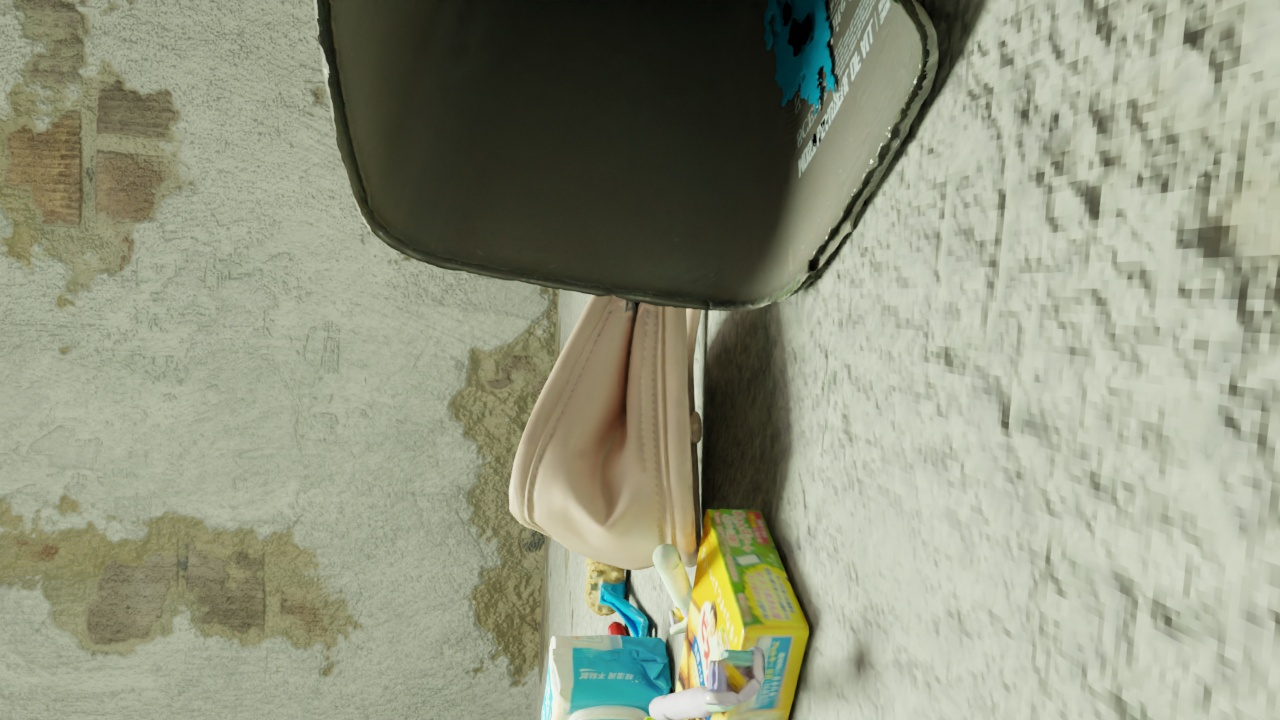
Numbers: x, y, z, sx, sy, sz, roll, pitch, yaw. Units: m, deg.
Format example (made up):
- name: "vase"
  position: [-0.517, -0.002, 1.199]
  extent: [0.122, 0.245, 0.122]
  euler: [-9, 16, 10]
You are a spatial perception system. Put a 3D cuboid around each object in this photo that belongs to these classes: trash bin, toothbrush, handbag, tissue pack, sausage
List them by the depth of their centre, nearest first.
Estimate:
- name: "trash bin"
  position: [-0.002, -0.164, 0.379]
  extent: [0.199, 0.198, 0.219]
  euler: [111, 168, -63]
- name: "toothbrush"
  position: [0.022, 0.153, 0.416]
  extent: [0.021, 0.029, 0.189]
  euler: [50, 158, 14]
- name: "toothbrush"
  position: [0.020, 0.127, 0.505]
  extent: [0.029, 0.020, 0.190]
  euler: [-58, -17, -18]
- name: "handbag"
  position: [0.008, 0.002, 0.541]
  extent: [0.193, 0.093, 0.233]
  euler: [75, -153, -71]
- name: "tissue pack"
  position: [-0.029, 0.270, 0.707]
  extent: [0.063, 0.090, 0.140]
  euler: [-97, 13, -53]
- name: "sausage"
  position: [-0.016, 0.282, 0.863]
  extent: [0.156, 0.020, 0.020]
  euler: [-129, 42, -77]

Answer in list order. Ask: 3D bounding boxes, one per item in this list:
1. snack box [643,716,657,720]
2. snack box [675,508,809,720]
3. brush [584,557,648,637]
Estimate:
- name: "snack box"
  position: [-0.022, 0.255, 0.426]
  extent: [0.156, 0.026, 0.086]
  euler: [-60, -7, -51]
- name: "snack box"
  position: [0.044, 0.153, 0.445]
  extent: [0.086, 0.033, 0.141]
  euler: [-104, 20, -62]
- name: "brush"
  position: [-0.020, 0.226, 0.867]
  extent: [0.255, 0.046, 0.083]
  euler: [-174, 90, -78]
